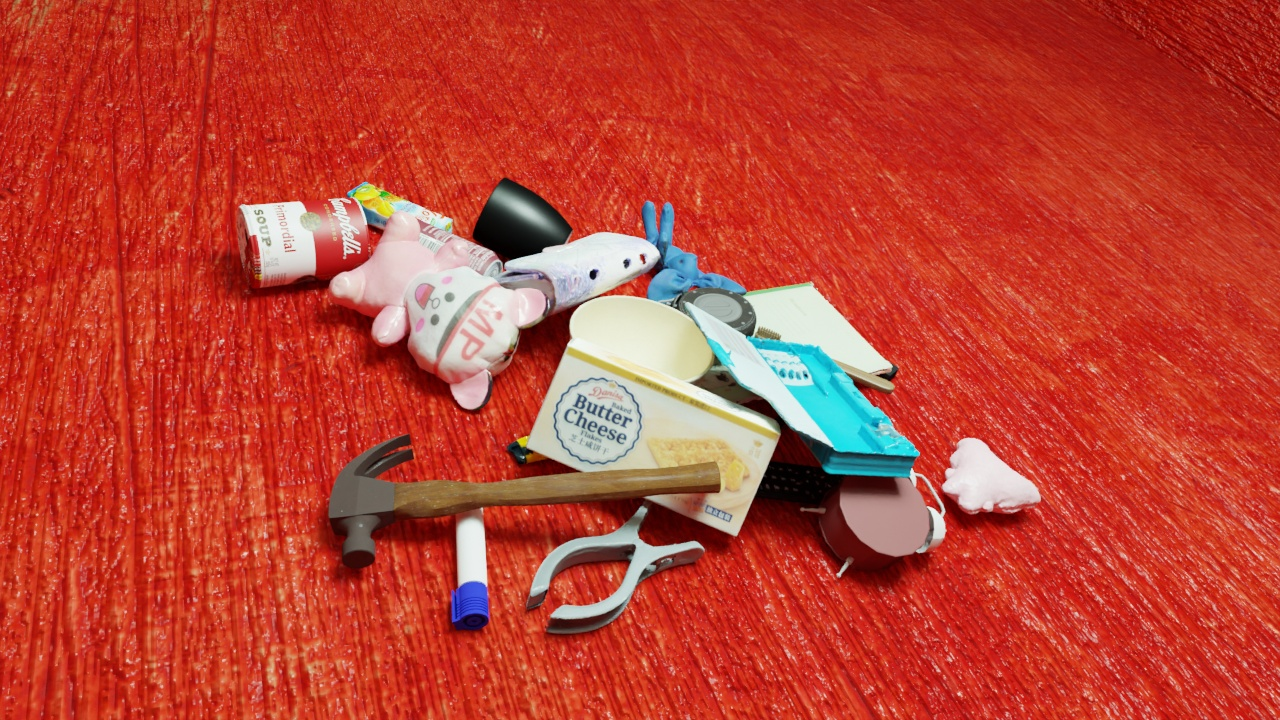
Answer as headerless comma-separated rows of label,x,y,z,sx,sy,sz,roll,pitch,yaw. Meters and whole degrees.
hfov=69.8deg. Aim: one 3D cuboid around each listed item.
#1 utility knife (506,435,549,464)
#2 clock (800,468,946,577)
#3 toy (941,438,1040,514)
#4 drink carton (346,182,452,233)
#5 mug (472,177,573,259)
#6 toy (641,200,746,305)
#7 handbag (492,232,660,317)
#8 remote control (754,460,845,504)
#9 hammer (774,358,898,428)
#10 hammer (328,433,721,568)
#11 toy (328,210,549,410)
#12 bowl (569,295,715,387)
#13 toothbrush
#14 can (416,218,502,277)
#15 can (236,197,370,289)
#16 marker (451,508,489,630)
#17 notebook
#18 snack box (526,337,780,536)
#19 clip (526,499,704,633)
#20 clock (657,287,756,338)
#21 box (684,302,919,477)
utility knife,-0.052,0.074,0.897,0.162,0.017,0.030,-8,54,-31
clock,0.227,0.145,0.861,0.137,0.048,0.096,-14,64,-28
toy,0.348,0.126,0.940,0.095,0.053,0.099,-22,53,-34
drink carton,-0.284,-0.168,1.085,0.129,0.039,0.044,24,40,10
mug,-0.135,-0.159,1.105,0.100,0.085,0.118,28,9,-4
toy,0.040,-0.121,1.116,0.112,0.071,0.176,-6,48,-28
handbag,-0.075,-0.094,0.995,0.158,0.069,0.127,-25,12,-42
remote control,0.162,0.125,0.905,0.150,0.022,0.047,9,39,-12
hammer,0.165,0.049,1.001,0.095,0.015,0.323,37,44,24
hammer,-0.093,0.109,0.772,0.323,0.033,0.115,-3,44,-7
toy,-0.204,-0.055,0.930,0.213,0.084,0.141,30,70,19
bowl,-0.006,0.005,0.941,0.150,0.075,0.150,11,34,-7
toothbrush,0.205,-0.001,1.028,0.167,0.016,0.016,24,40,18
can,-0.216,-0.109,1.018,0.114,0.063,0.063,24,40,10
can,-0.356,-0.125,0.970,0.116,0.087,0.086,-11,46,-30
marker,-0.142,0.158,0.757,0.027,0.023,0.133,-13,43,-1
notebook,0.139,-0.023,1.065,0.252,0.010,0.182,-10,42,-23
snack box,0.013,0.067,0.834,0.208,0.104,0.057,23,8,0
clip,-0.013,0.184,0.769,0.107,0.028,0.162,39,45,23
clock,0.078,-0.041,1.030,0.122,0.044,0.091,-1,39,-10
box,0.143,0.029,0.896,0.185,0.056,0.226,15,22,-23
